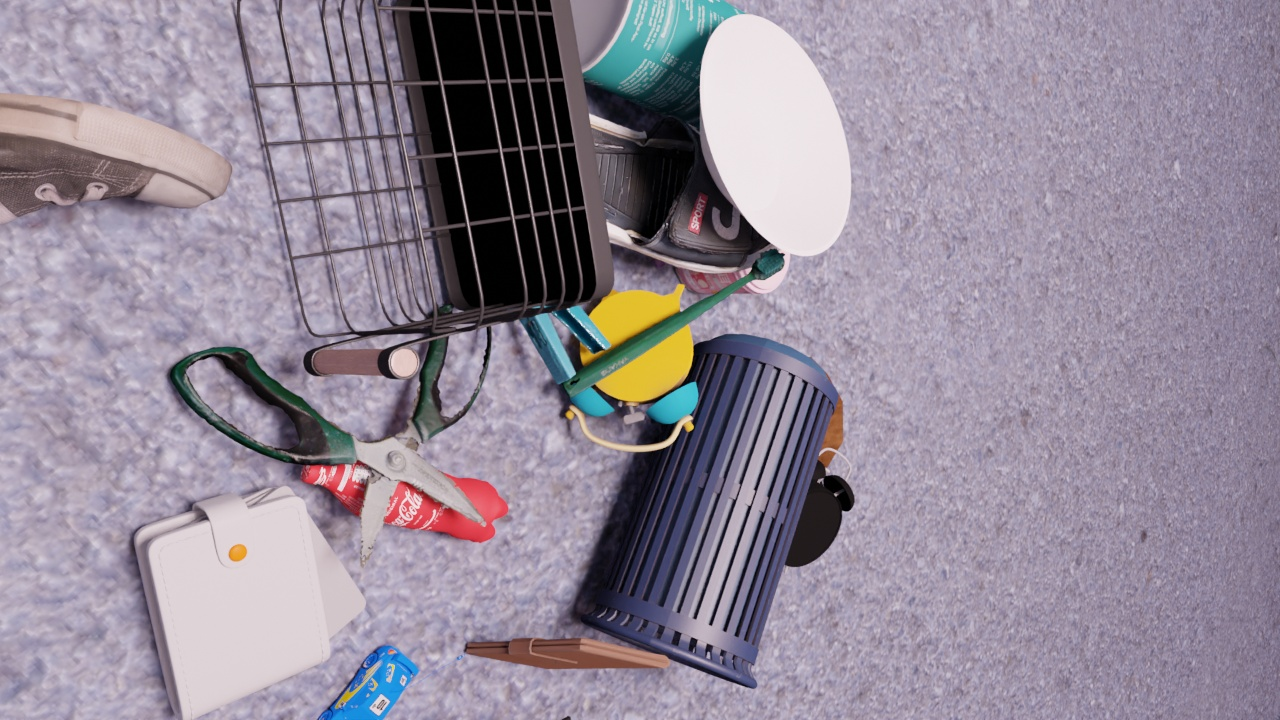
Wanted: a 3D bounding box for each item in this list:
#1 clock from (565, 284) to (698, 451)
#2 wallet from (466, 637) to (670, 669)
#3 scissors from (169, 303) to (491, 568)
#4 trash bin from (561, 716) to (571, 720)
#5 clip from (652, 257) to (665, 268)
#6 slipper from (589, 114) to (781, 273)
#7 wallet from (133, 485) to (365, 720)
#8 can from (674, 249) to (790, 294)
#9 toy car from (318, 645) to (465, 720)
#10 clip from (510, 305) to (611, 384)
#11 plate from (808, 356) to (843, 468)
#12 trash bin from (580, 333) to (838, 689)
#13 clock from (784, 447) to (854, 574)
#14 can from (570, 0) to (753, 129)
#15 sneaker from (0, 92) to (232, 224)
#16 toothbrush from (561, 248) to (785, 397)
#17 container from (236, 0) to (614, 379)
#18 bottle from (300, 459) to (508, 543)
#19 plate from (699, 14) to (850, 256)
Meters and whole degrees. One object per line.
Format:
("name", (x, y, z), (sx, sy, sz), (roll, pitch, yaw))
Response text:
("clock", (-0.004, 0.004, 0.693), (0.044, 0.099, 0.129), (61, 35, -80))
("wallet", (-0.052, 0.205, 0.640), (0.087, 0.121, 0.013), (28, 57, -40))
("scissors", (-0.163, 0.019, 0.573), (0.201, 0.015, 0.205), (38, 50, -17))
("trash bin", (-0.041, 0.364, 0.621), (0.139, 0.172, 0.140), (-15, 103, -41))
("clip", (0.019, -0.101, 0.746), (0.013, 0.029, 0.050), (-21, 99, -39))
("slipper", (0.010, -0.131, 0.658), (0.263, 0.063, 0.111), (11, 72, -20))
("wallet", (-0.221, 0.133, 0.536), (0.115, 0.038, 0.118), (-16, 107, -41))
("can", (0.076, -0.089, 0.764), (0.067, 0.076, 0.067), (-3, 95, -42))
("toy car", (-0.158, 0.216, 0.581), (0.091, 0.062, 0.033), (-52, 124, -27))
("clip", (-0.087, -0.039, 0.635), (0.120, 0.030, 0.130), (-19, 88, -39))
("plate", (0.155, 0.060, 0.879), (0.131, 0.025, 0.131), (-3, 95, -42))
("trash bin", (0.063, 0.111, 0.726), (0.139, 0.139, 0.249), (35, 68, -38))
("clock", (0.148, 0.134, 0.840), (0.091, 0.042, 0.120), (37, 89, -37))
("can", (0.014, -0.237, 0.682), (0.143, 0.099, 0.099), (10, 86, -42))
("sneaker", (-0.307, -0.058, 0.410), (0.234, 0.095, 0.120), (-7, 100, -44))
("toothbrush", (0.025, -0.029, 0.670), (0.189, 0.017, 0.016), (-32, 74, -5))
("container", (-0.129, -0.121, 0.512), (0.130, 0.163, 0.241), (-17, 101, -40))
("bottle", (-0.150, 0.087, 0.593), (0.141, 0.042, 0.042), (23, 77, -41))
("plate", (0.087, -0.155, 0.659), (0.173, 0.036, 0.173), (13, 71, -43))
